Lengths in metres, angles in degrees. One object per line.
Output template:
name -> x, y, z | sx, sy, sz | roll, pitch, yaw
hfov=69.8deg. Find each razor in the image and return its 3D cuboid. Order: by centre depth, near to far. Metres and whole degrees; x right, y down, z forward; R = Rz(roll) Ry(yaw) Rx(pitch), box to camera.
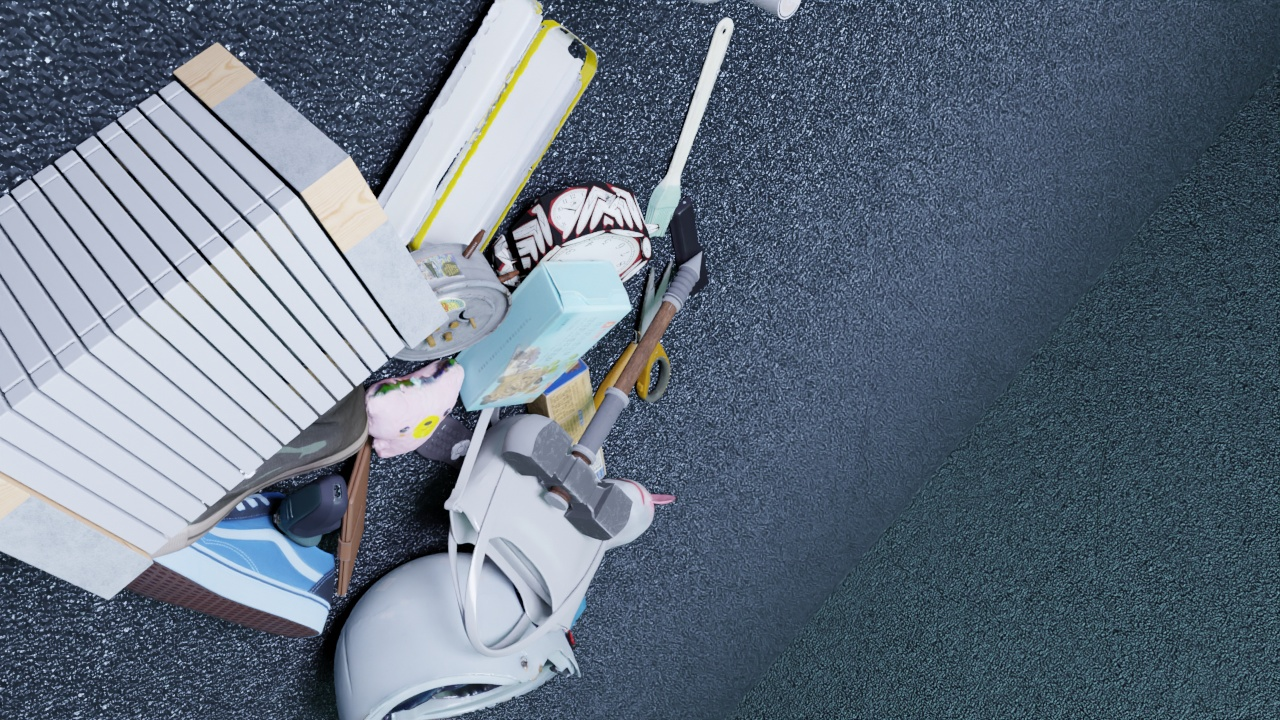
razor -> -0.241, 0.109, 0.687 | 0.052, 0.047, 0.143 | -3, 165, -32

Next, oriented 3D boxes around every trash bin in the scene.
trash bin -> -0.266, -0.024, 0.512 | 0.246, 0.142, 0.142 | -42, 150, -15

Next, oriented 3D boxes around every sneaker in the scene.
sneaker -> -0.282, 0.041, 0.609 | 0.234, 0.095, 0.120 | -23, 147, -39
sneaker -> -0.331, 0.136, 0.709 | 0.241, 0.084, 0.098 | 48, 38, -50

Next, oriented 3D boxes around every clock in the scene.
clock -> -0.165, -0.037, 0.701 | 0.148, 0.056, 0.104 | -26, 160, 3
clock -> -0.068, -0.098, 0.787 | 0.155, 0.065, 0.114 | -27, 158, 19

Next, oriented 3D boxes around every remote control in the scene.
remote control -> -0.175, 0.089, 0.909 | 0.046, 0.009, 0.124 | -49, 151, -2
remote control -> 0.053, -0.119, 0.980 | 0.032, 0.015, 0.136 | -41, 150, -16

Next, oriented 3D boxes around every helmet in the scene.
helmet -> -0.196, 0.289, 0.950 | 0.237, 0.163, 0.264 | -22, 157, 5

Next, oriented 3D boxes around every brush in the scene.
brush -> 0.045, -0.213, 0.864 | 0.033, 0.012, 0.218 | -15, 135, -47

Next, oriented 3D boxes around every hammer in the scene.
hammer -> -0.006, 0.007, 0.900 | 0.156, 0.043, 0.321 | 50, 55, -31

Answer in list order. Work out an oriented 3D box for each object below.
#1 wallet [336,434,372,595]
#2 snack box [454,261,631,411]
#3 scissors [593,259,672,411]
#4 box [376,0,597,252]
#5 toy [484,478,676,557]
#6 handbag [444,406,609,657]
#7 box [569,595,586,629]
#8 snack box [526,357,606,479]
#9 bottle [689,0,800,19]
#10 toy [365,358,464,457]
wallet -> -0.250, 0.134, 0.800 | 0.013, 0.087, 0.121 | 10, 126, -10
snack box -> -0.089, -0.019, 0.788 | 0.074, 0.053, 0.175 | -7, 156, -44
scissors -> -0.007, -0.010, 1.024 | 0.161, 0.016, 0.226 | -34, 147, -27
box -> -0.118, -0.161, 0.673 | 0.210, 0.039, 0.129 | -55, 158, 11
toy -> -0.068, 0.194, 1.076 | 0.142, 0.084, 0.212 | -23, 179, 43
handbag -> -0.122, 0.166, 0.856 | 0.216, 0.096, 0.222 | 56, 36, -29
box -> -0.113, 0.306, 1.212 | 0.093, 0.048, 0.232 | -37, 149, -25
snack box -> -0.081, 0.066, 0.970 | 0.056, 0.057, 0.207 | -34, 148, -21
bottle -> 0.021, -0.263, 0.579 | 0.052, 0.195, 0.053 | -35, 148, -26
toy -> -0.199, 0.045, 0.781 | 0.102, 0.050, 0.093 | -20, 140, -51
